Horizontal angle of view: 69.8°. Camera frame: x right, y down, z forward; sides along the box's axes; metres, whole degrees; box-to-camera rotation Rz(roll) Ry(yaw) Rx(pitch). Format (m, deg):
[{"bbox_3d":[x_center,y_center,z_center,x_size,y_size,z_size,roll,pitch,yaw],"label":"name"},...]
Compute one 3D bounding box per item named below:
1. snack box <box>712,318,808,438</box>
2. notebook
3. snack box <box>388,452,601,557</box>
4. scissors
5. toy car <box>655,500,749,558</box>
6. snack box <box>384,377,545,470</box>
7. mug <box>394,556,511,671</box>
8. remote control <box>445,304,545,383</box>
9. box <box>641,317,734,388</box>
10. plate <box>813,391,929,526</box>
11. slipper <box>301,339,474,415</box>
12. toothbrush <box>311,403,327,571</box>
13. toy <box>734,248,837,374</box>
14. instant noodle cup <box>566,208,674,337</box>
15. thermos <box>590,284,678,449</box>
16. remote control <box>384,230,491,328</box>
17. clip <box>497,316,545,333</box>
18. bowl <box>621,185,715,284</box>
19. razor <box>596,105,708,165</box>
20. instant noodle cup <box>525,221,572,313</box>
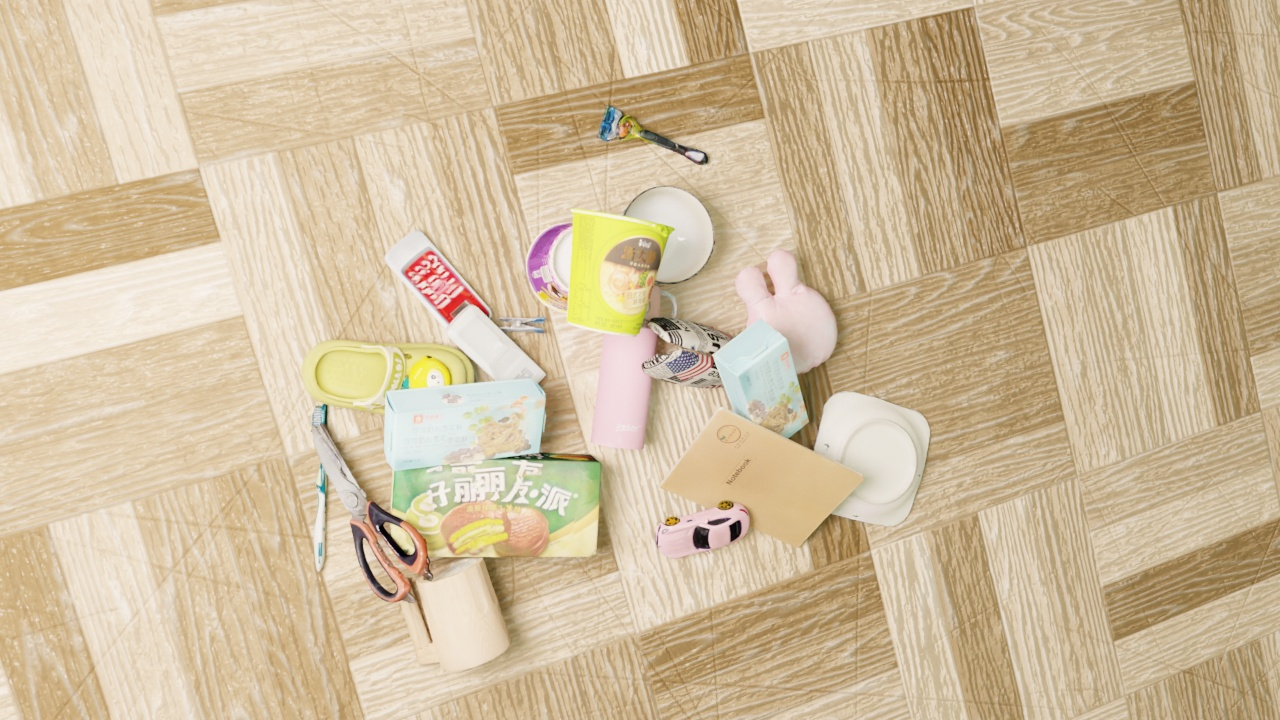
[{"bbox_3d":[0.148,0.035,1.103,0.074,0.051,0.175,-36,139,-10],"label":"snack box"},{"bbox_3d":[0.148,0.149,1.131,0.207,0.008,0.148,26,123,-14],"label":"notebook"},{"bbox_3d":[-0.168,0.166,1.067,0.240,0.063,0.114,3,92,-13],"label":"snack box"},{"bbox_3d":[-0.297,0.158,1.009,0.185,0.015,0.208,3,92,18],"label":"scissors"},{"bbox_3d":[0.078,0.213,1.136,0.122,0.037,0.056,-14,119,-12],"label":"toy car"},{"bbox_3d":[-0.195,0.069,1.020,0.174,0.051,0.074,-5,122,-27],"label":"snack box"},{"bbox_3d":[-0.218,0.289,1.047,0.125,0.084,0.103,-15,94,25],"label":"mug"},{"bbox_3d":[-0.169,-0.008,1.072,0.049,0.024,0.125,-48,116,-7],"label":"remote control"},{"bbox_3d":[0.067,0.003,1.098,0.162,0.076,0.087,13,106,-48],"label":"box"},{"bbox_3d":[0.305,0.131,1.201,0.163,0.034,0.164,15,87,-14],"label":"plate"},{"bbox_3d":[-0.283,0.023,1.027,0.190,0.081,0.091,6,92,-12],"label":"slipper"},{"bbox_3d":[-0.365,0.145,1.042,0.018,0.016,0.191,2,91,-4],"label":"toothbrush"},{"bbox_3d":[0.182,-0.058,1.152,0.121,0.054,0.159,-28,104,-13],"label":"toy"},{"bbox_3d":[-0.029,-0.091,0.977,0.111,0.112,0.123,9,97,-14],"label":"instant noodle cup"},{"bbox_3d":[-0.007,0.006,1.104,0.087,0.067,0.198,9,88,-21],"label":"thermos"},{"bbox_3d":[-0.234,-0.086,1.066,0.056,0.020,0.136,-42,101,-9],"label":"remote control"},{"bbox_3d":[-0.141,-0.041,1.089,0.058,0.026,0.038,3,82,-8],"label":"clip"},{"bbox_3d":[0.025,-0.147,1.106,0.116,0.066,0.116,0,90,-14],"label":"bowl"},{"bbox_3d":[0.020,-0.269,1.124,0.142,0.022,0.042,18,89,-14],"label":"razor"},{"bbox_3d":[-0.072,-0.112,1.066,0.111,0.099,0.111,0,91,-16],"label":"instant noodle cup"}]
